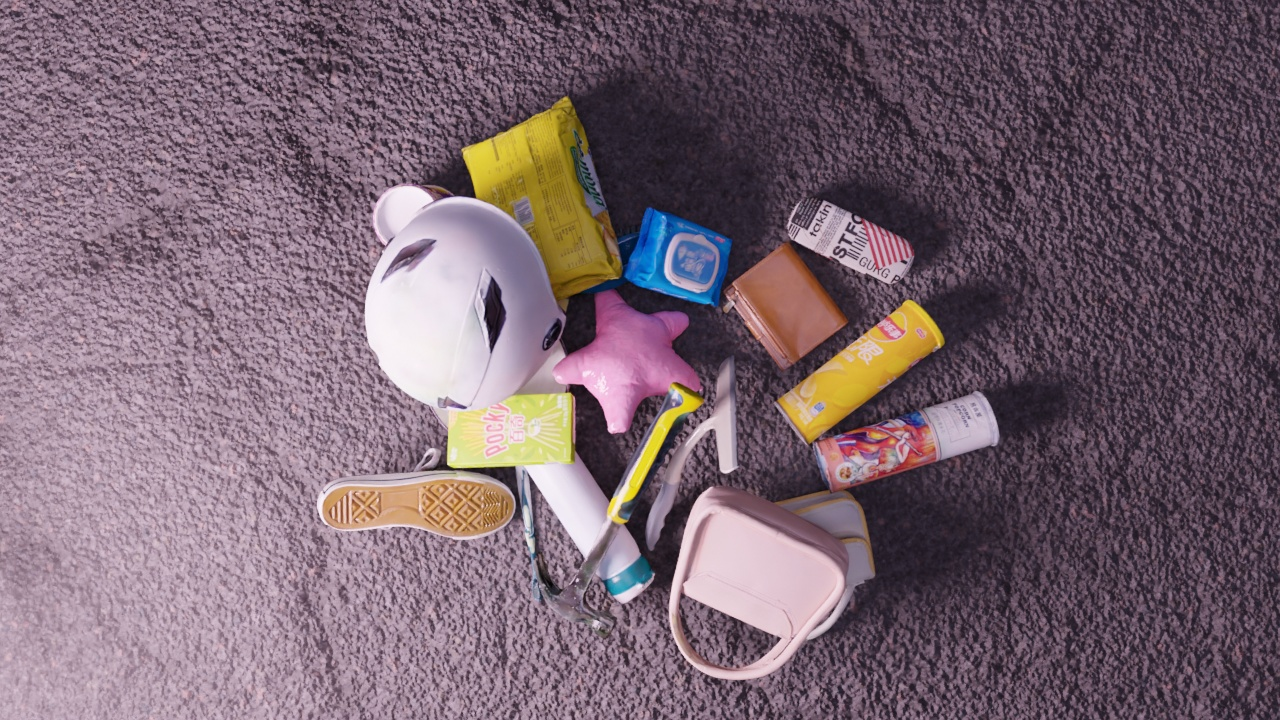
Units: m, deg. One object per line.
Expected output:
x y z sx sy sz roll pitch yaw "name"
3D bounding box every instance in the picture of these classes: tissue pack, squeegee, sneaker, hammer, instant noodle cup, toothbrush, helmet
0.054 -0.123 1.125 0.157 0.052 0.095 14 93 -40 "tissue pack"
0.048 0.141 1.128 0.039 0.246 0.247 22 119 -8 "squeegee"
-0.282 0.171 1.161 0.240 0.088 0.118 3 104 -19 "sneaker"
-0.023 0.171 1.098 0.126 0.031 0.323 29 101 5 "hammer"
-0.279 -0.171 1.145 0.111 0.099 0.111 0 92 3 "instant noodle cup"
-0.145 0.219 1.188 0.016 0.018 0.191 -7 91 2 "toothbrush"
-0.217 -0.043 1.032 0.229 0.145 0.259 31 137 3 "helmet"

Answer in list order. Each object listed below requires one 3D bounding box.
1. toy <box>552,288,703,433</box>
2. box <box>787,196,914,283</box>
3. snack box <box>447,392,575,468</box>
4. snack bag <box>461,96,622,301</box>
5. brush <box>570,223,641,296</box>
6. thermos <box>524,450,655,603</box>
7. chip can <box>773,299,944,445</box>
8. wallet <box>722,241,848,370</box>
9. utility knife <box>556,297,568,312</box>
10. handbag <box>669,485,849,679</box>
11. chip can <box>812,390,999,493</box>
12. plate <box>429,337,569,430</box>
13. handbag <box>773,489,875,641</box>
-0.007 0.007 1.134 0.178 0.075 0.194 23 60 1 "toy"
0.263 -0.150 1.145 0.164 0.064 0.074 23 76 2 "box"
-0.158 0.086 1.124 0.156 0.026 0.085 -2 76 9 "snack box"
-0.125 -0.184 1.118 0.158 0.068 0.246 -20 75 14 "snack bag"
-0.042 -0.118 1.146 0.144 0.073 0.055 -21 129 3 "brush"
-0.065 0.203 1.162 0.073 0.073 0.224 -33 90 2 "thermos"
0.271 0.015 1.143 0.213 0.072 0.072 -37 90 3 "chip can"
0.179 -0.065 1.162 0.119 0.035 0.130 -37 90 0 "wallet"
-0.122 -0.025 1.184 0.031 0.018 0.151 17 90 6 "utility knife"
0.123 0.283 1.103 0.193 0.093 0.234 24 105 6 "handbag"
0.328 0.103 1.143 0.215 0.071 0.071 -17 90 3 "chip can"
-0.180 0.016 1.168 0.192 0.039 0.192 0 92 9 "plate"
0.214 0.266 1.159 0.163 0.063 0.179 -15 94 4 "handbag"
